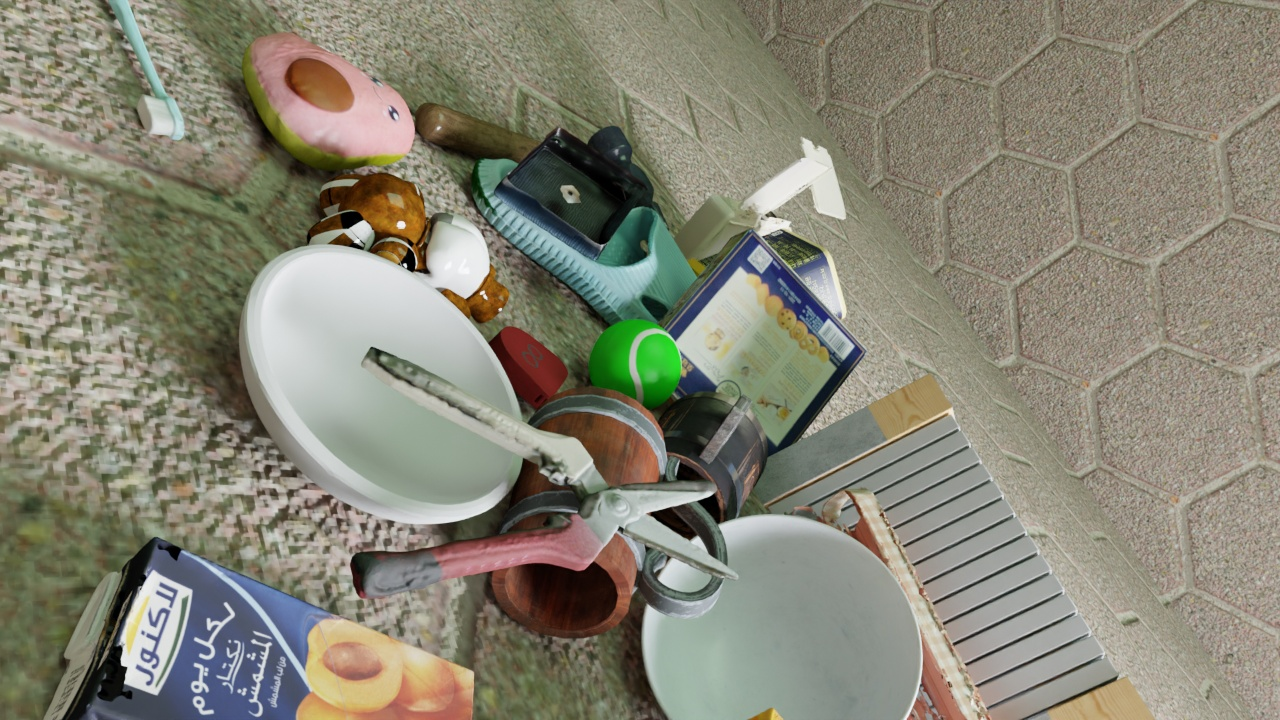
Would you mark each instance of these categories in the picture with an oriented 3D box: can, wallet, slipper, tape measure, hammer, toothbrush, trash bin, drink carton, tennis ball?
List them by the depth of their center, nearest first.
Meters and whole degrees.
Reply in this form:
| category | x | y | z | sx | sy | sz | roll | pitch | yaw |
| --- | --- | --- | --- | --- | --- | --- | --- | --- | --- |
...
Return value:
| category | x | y | z | sx | sy | sz | roll | pitch | yaw |
| --- | --- | --- | --- | --- | --- | --- | --- | --- | --- |
| drink carton | -0.119 | 0.116 | 0.303 | 0.130 | 0.040 | 0.064 | 36 | 27 | -30 |
| toothbrush | -0.280 | -0.188 | 0.492 | 0.016 | 0.016 | 0.180 | -3 | 57 | -51 |
| tape measure | -0.073 | 0.002 | 0.581 | 0.051 | 0.019 | 0.059 | 46 | 17 | -6 |
| trash bin | 0.203 | 0.167 | 0.627 | 0.142 | 0.142 | 0.246 | 48 | 15 | -56 |
| tennis ball | -0.004 | 0.004 | 0.642 | 0.065 | 0.065 | 0.065 | 40 | 26 | -24 |
| wallet | -0.051 | -0.126 | 0.688 | 0.089 | 0.026 | 0.114 | 34 | 36 | -4 |
| slipper | -0.017 | -0.082 | 0.747 | 0.276 | 0.070 | 0.115 | 36 | 31 | -28 |
| hammer | -0.079 | -0.177 | 0.818 | 0.321 | 0.040 | 0.129 | 0 | 58 | -60 |
| can | 0.110 | -0.064 | 0.835 | 0.135 | 0.104 | 0.075 | -121 | -170 | -69 |

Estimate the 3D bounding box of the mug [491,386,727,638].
| category | x | y | z | sx | sy | sz | roll | pitch | yaw |
| --- | --- | --- | --- | --- | --- | --- | --- | --- | --- |
| mug | -0.013 | 0.081 | 0.472 | 0.117 | 0.082 | 0.110 | 11 | 34 | 0 |

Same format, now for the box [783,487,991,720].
| category | x | y | z | sx | sy | sz | roll | pitch | yaw |
| --- | --- | --- | --- | --- | --- | --- | --- | --- | --- |
| box | 0.144 | 0.161 | 0.539 | 0.067 | 0.057 | 0.187 | -10 | 56 | -19 |

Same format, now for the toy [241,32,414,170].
| category | x | y | z | sx | sy | sz | roll | pitch | yaw |
| --- | --- | --- | --- | --- | --- | --- | --- | --- | --- |
| toy | -0.187 | -0.155 | 0.565 | 0.090 | 0.051 | 0.109 | 57 | 23 | 12 |

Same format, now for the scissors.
| category | x | y | z | sx | sy | sz | roll | pitch | yaw |
| --- | --- | --- | --- | --- | --- | --- | --- | --- | --- |
| scissors | -0.048 | 0.054 | 0.401 | 0.179 | 0.015 | 0.198 | 48 | 37 | 13 |

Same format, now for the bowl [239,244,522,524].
| category | x | y | z | sx | sy | sz | roll | pitch | yaw |
| --- | --- | --- | --- | --- | --- | --- | --- | --- | --- |
| bowl | -0.125 | 0.017 | 0.432 | 0.149 | 0.043 | 0.149 | 38 | 29 | -26 |

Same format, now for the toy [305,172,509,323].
| category | x | y | z | sx | sy | sz | roll | pitch | yaw |
| --- | --- | --- | --- | --- | --- | --- | --- | --- | --- |
| toy | -0.128 | -0.062 | 0.531 | 0.112 | 0.067 | 0.087 | 45 | 22 | -35 |

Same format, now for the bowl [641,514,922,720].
| category | x | y | z | sx | sy | sz | roll | pitch | yaw |
| --- | --- | --- | --- | --- | --- | --- | --- | --- | --- |
| bowl | 0.074 | 0.166 | 0.504 | 0.074 | 0.144 | 0.143 | 85 | -11 | -50 |

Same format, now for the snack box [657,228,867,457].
| category | x | y | z | sx | sy | sz | roll | pitch | yaw |
| --- | --- | --- | --- | --- | --- | --- | --- | --- | --- |
| snack box | 0.086 | -0.003 | 0.729 | 0.144 | 0.144 | 0.043 | 45 | -16 | -13 |

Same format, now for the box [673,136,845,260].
| category | x | y | z | sx | sy | sz | roll | pitch | yaw |
| --- | --- | --- | --- | --- | --- | --- | --- | --- | --- |
| box | 0.122 | -0.133 | 0.915 | 0.143 | 0.181 | 0.080 | -4 | 51 | -54 |

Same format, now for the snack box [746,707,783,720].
| category | x | y | z | sx | sy | sz | roll | pitch | yaw |
| --- | --- | --- | --- | --- | --- | --- | --- | --- | --- |
| snack box | 0.054 | 0.261 | 0.346 | 0.145 | 0.081 | 0.194 | 49 | 24 | -4 |

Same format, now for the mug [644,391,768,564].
| category | x | y | z | sx | sy | sz | roll | pitch | yaw |
| --- | --- | --- | --- | --- | --- | --- | --- | --- | --- |
| mug | 0.041 | 0.060 | 0.581 | 0.080 | 0.116 | 0.107 | 35 | 24 | 7 |
